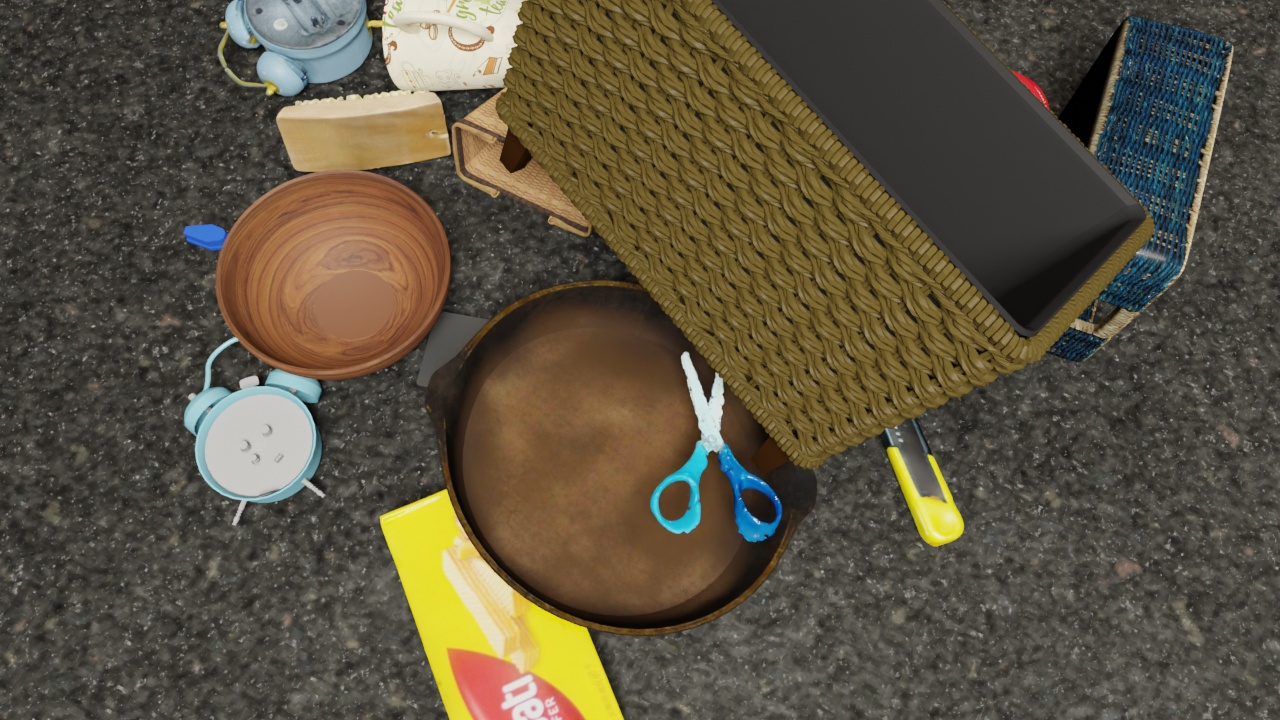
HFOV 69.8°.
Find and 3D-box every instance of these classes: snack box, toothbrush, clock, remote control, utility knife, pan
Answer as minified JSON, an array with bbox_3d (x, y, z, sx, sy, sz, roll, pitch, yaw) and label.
[{"bbox_3d":[-0.080,0.170,0.554,0.092,0.042,0.200,-21,72,-11],"label":"snack box"},{"bbox_3d":[-0.234,-0.079,0.658,0.187,0.011,0.016,7,69,0],"label":"toothbrush"},{"bbox_3d":[-0.263,-0.253,0.703,0.124,0.052,0.089,-34,76,-13],"label":"clock"},{"bbox_3d":[-0.250,0.038,0.597,0.087,0.042,0.123,-17,73,-9],"label":"clock"},{"bbox_3d":[-0.082,0.004,0.632,0.133,0.013,0.058,11,69,2],"label":"remote control"},{"bbox_3d":[0.175,0.043,0.627,0.028,0.020,0.171,-16,69,-10],"label":"utility knife"},{"bbox_3d":[-0.004,0.003,0.603,0.248,0.043,0.355,16,60,-12],"label":"pan"}]

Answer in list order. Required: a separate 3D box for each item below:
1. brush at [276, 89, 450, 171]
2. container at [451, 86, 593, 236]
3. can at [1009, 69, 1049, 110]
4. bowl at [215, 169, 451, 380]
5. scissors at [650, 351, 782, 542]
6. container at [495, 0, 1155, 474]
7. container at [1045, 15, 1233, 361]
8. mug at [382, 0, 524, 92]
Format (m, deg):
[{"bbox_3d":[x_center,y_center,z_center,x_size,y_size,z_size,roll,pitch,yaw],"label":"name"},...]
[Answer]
[{"bbox_3d":[-0.202,-0.172,0.676,0.117,0.049,0.039,-9,52,-6],"label":"brush"},{"bbox_3d":[-0.072,-0.149,0.668,0.114,0.063,0.061,26,63,7],"label":"container"},{"bbox_3d":[0.224,-0.157,0.674,0.142,0.074,0.074,-26,72,-12],"label":"can"},{"bbox_3d":[-0.198,-0.048,0.617,0.147,0.069,0.147,1,68,-3],"label":"bowl"},{"bbox_3d":[0.054,0.051,0.567,0.086,0.016,0.134,15,56,-7],"label":"scissors"},{"bbox_3d":[0.075,-0.107,0.531,0.176,0.206,0.321,-33,79,-39],"label":"container"},{"bbox_3d":[0.313,-0.113,0.623,0.071,0.145,0.187,21,69,9],"label":"container"},{"bbox_3d":[-0.132,-0.235,0.660,0.097,0.122,0.081,7,97,8],"label":"mug"}]
